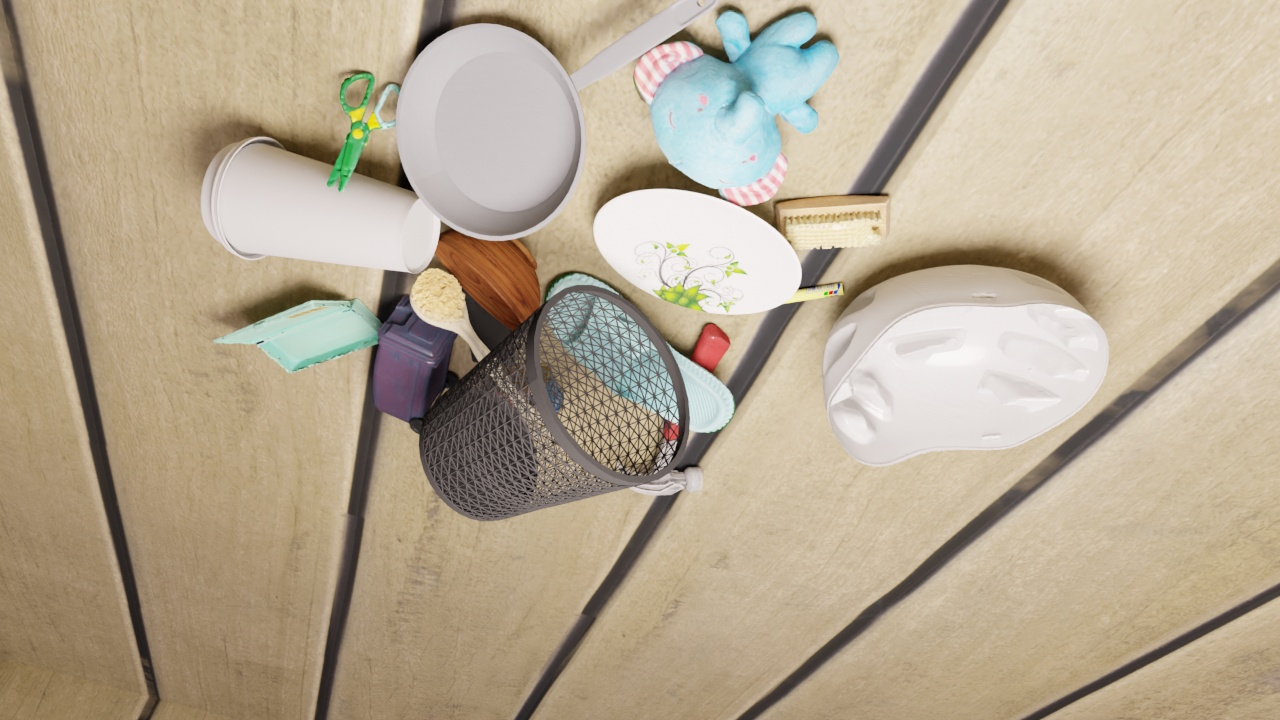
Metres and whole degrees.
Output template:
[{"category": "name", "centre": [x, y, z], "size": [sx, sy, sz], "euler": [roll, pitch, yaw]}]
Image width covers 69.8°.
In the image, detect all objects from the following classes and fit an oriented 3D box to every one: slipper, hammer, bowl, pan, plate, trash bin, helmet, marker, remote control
[{"category": "slipper", "centre": [-0.007, 0.006, 1.103], "size": [0.276, 0.069, 0.116], "euler": [36, 130, -8]}, {"category": "hammer", "centre": [0.053, 0.074, 1.207], "size": [0.126, 0.036, 0.317], "euler": [1, 136, -16]}, {"category": "bowl", "centre": [-0.159, -0.104, 1.037], "size": [0.147, 0.068, 0.147], "euler": [40, 167, 11]}, {"category": "pan", "centre": [-0.078, -0.246, 0.852], "size": [0.357, 0.050, 0.201], "euler": [-24, 98, 24]}, {"category": "plate", "centre": [0.063, -0.123, 0.990], "size": [0.229, 0.030, 0.230], "euler": [15, 156, 7]}, {"category": "trash bin", "centre": [-0.109, 0.067, 1.013], "size": [0.217, 0.216, 0.244], "euler": [39, 133, -27]}, {"category": "helmet", "centre": [0.337, 0.000, 0.970], "size": [0.283, 0.183, 0.224], "euler": [-5, 141, 27]}, {"category": "marker", "centre": [0.166, -0.072, 1.054], "size": [0.132, 0.014, 0.014], "euler": [-8, 134, 20]}, {"category": "trash bin", "centre": [-0.286, 0.005, 1.179], "size": [0.092, 0.093, 0.161], "euler": [24, 139, -1]}, {"category": "remote control", "centre": [-0.192, -0.044, 1.163], "size": [0.058, 0.013, 0.134], "euler": [8, 138, 4]}]

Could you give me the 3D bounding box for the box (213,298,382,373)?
[{"category": "box", "centre": [-0.441, -0.038, 1.196], "size": [0.187, 0.057, 0.138], "euler": [-16, 149, 25]}]

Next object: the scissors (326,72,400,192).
[{"category": "scissors", "centre": [-0.276, -0.224, 0.920], "size": [0.071, 0.130, 0.014], "euler": [15, 174, -11]}]

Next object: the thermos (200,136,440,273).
[{"category": "thermos", "centre": [-0.331, -0.154, 0.967], "size": [0.222, 0.131, 0.132], "euler": [13, 139, 12]}]

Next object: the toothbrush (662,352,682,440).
[{"category": "toothbrush", "centre": [0.042, 0.055, 1.218], "size": [0.017, 0.016, 0.190], "euler": [-3, 138, -5]}]

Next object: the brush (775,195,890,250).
[{"category": "brush", "centre": [0.200, -0.141, 0.955], "size": [0.117, 0.039, 0.049], "euler": [0, 138, 14]}]

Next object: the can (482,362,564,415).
[{"category": "can", "centre": [-0.158, 0.043, 1.220], "size": [0.100, 0.053, 0.059], "euler": [-5, 134, 16]}]

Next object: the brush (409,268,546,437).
[{"category": "brush", "centre": [-0.190, -0.002, 1.124], "size": [0.062, 0.077, 0.272], "euler": [-37, 120, -6]}]

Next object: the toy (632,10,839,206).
[{"category": "toy", "centre": [0.095, -0.232, 0.834], "size": [0.181, 0.114, 0.183], "euler": [-33, 113, 26]}]
